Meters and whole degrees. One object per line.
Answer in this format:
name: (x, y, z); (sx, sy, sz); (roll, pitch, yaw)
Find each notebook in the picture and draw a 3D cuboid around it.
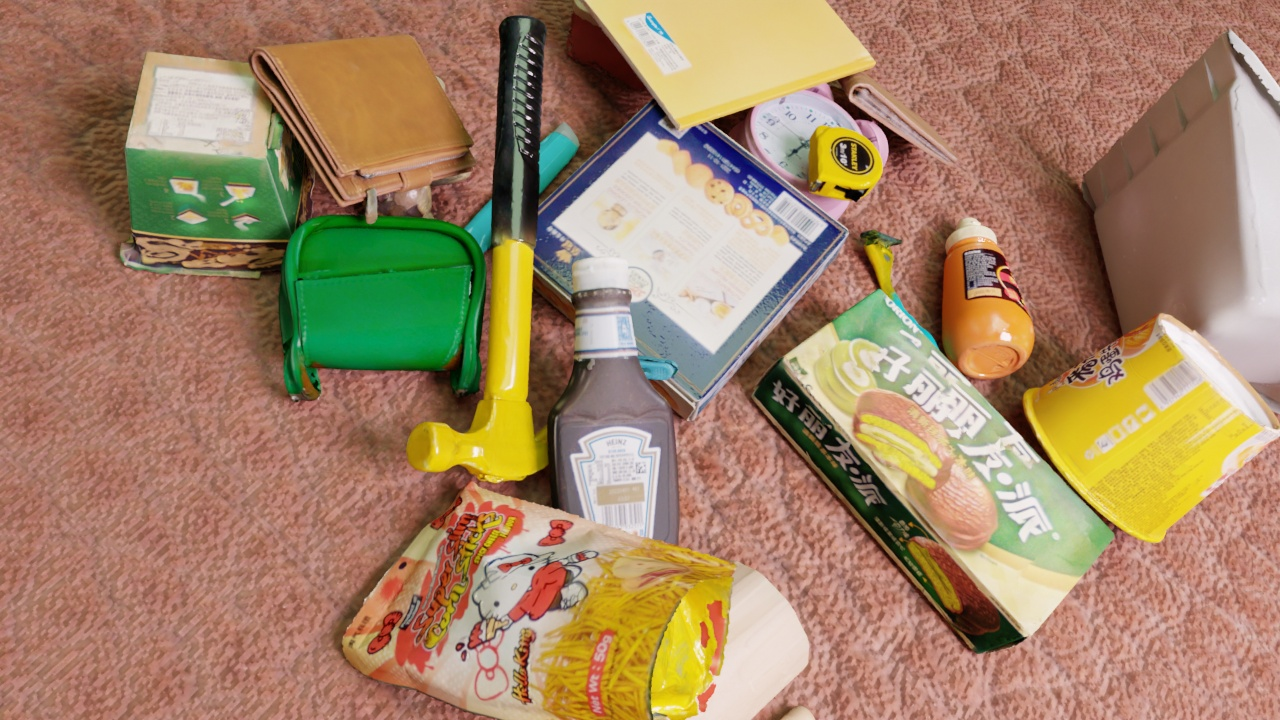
notebook: (0.074, -0.264, 0.734); (0.205, 0.010, 0.146); (-25, 72, -27)

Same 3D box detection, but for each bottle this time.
bottle: (0.272, -0.058, 0.739); (0.066, 0.067, 0.149); (13, 53, -9)
bottle: (-0.019, 0.034, 0.572); (0.079, 0.044, 0.195); (-3, 87, -17)

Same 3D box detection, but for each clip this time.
clip: (-0.003, 0.004, 0.608); (0.057, 0.014, 0.047); (5, 13, 16)

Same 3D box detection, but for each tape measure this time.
tape measure: (0.154, -0.148, 0.700); (0.057, 0.029, 0.059); (11, 62, -11)

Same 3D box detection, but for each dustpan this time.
dustpan: (0.481, -0.079, 0.719); (0.142, 0.223, 0.257); (3, 72, -1)

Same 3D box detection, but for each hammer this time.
hammer: (-0.081, -0.073, 0.586); (0.128, 0.033, 0.300); (10, 78, -49)

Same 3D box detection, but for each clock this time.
clock: (0.139, -0.177, 0.763); (0.117, 0.060, 0.158); (43, 59, 8)

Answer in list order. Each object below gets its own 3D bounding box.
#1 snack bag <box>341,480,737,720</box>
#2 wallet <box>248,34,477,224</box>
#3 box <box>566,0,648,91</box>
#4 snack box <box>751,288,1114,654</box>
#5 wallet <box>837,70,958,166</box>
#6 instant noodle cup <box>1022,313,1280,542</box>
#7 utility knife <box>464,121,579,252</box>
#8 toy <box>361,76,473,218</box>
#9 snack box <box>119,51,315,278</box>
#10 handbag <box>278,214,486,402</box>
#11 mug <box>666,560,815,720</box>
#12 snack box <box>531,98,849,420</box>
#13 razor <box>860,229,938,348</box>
snack bag: (-0.058, 0.133, 0.492); (0.208, 0.073, 0.128); (7, 52, 33)
wallet: (-0.168, -0.156, 0.596); (0.130, 0.035, 0.119); (-35, 98, -54)
box: (0.004, -0.320, 0.799); (0.091, 0.081, 0.168); (27, 65, -1)
snack box: (0.200, 0.072, 0.643); (0.114, 0.063, 0.240); (-32, 75, -29)
wallet: (0.218, -0.217, 0.793); (0.115, 0.020, 0.101); (31, 28, -16)
instant noodle cup: (0.363, 0.041, 0.650); (0.138, 0.110, 0.137); (27, 34, -21)
utility knife: (-0.091, -0.131, 0.703); (0.029, 0.013, 0.151); (33, 61, 6)
toy: (-0.174, -0.164, 0.674); (0.105, 0.066, 0.157); (36, 41, -46)
snack box: (-0.278, -0.133, 0.596); (0.117, 0.106, 0.118); (2, 61, -14)
handbag: (-0.168, -0.032, 0.601); (0.131, 0.068, 0.120); (1, 71, -16)
mug: (0.043, 0.194, 0.532); (0.103, 0.084, 0.124); (-31, 99, -29)
snack box: (0.027, -0.081, 0.670); (0.178, 0.046, 0.182); (40, 72, 8)
razor: (0.211, -0.045, 0.730); (0.043, 0.028, 0.132); (11, 52, -46)
